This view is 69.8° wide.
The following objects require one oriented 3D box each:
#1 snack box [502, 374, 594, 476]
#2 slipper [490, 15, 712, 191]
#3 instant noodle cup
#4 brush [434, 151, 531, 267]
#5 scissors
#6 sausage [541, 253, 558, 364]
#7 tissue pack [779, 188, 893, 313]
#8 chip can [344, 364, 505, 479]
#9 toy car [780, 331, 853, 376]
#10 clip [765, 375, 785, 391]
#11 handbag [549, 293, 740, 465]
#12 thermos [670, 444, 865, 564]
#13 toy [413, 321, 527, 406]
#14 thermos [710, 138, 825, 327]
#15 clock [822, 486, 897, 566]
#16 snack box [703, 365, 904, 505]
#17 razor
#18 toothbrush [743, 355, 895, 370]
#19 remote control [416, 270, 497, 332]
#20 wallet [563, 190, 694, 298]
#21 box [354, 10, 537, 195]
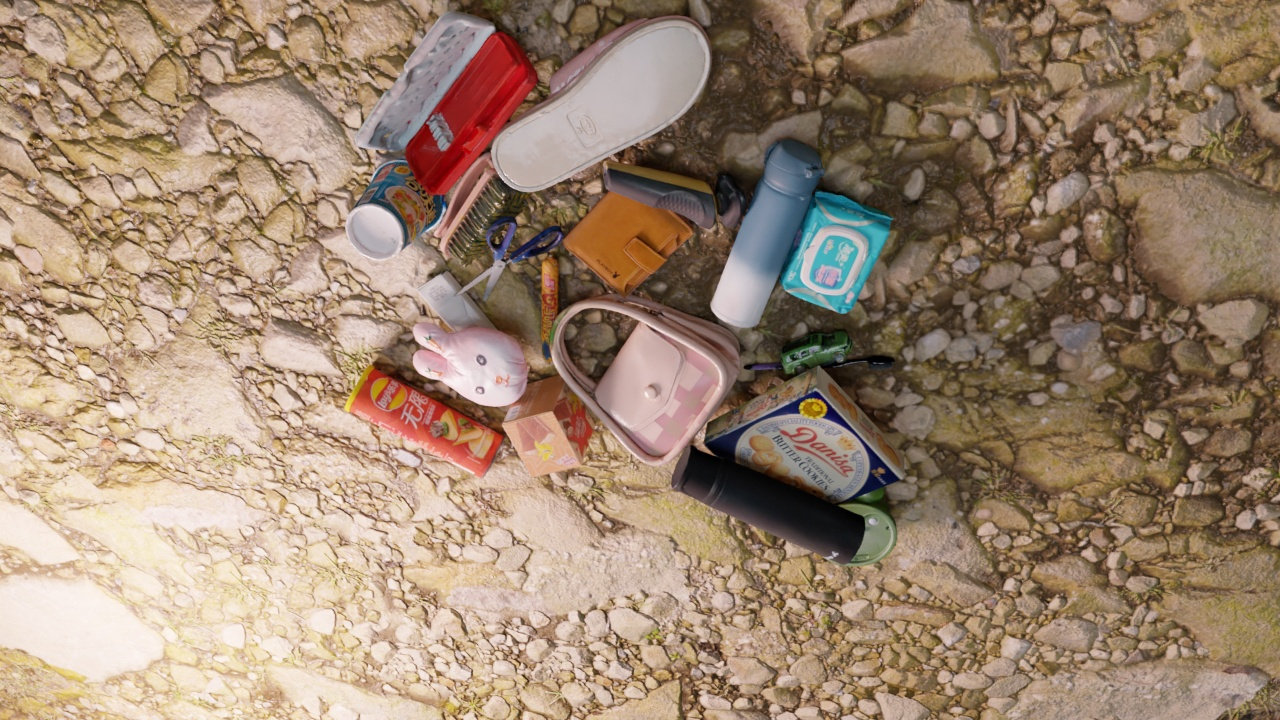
[{"bbox_3d":[-0.121,0.086,1.232,0.077,0.092,0.094,-15,118,19],"label":"snack box"},{"bbox_3d":[-0.044,-0.278,1.003,0.275,0.054,0.114,-30,116,18],"label":"slipper"},{"bbox_3d":[-0.294,-0.174,1.086,0.099,0.109,0.099,5,123,8],"label":"instant noodle cup"},{"bbox_3d":[-0.197,-0.177,1.099,0.073,0.063,0.146,51,124,12],"label":"brush"},{"bbox_3d":[-0.169,-0.125,1.122,0.162,0.012,0.163,-22,156,3],"label":"scissors"},{"bbox_3d":[-0.116,-0.063,1.177,0.021,0.021,0.165,8,124,5],"label":"sausage"},{"bbox_3d":[0.223,-0.127,1.055,0.093,0.050,0.134,18,124,0],"label":"tissue pack"},{"bbox_3d":[-0.299,0.087,1.279,0.216,0.073,0.073,29,123,-9],"label":"chip can"},{"bbox_3d":[0.217,-0.012,1.136,0.091,0.043,0.036,-18,117,20],"label":"toy car"},{"bbox_3d":[0.215,0.054,1.196,0.104,0.086,0.035,43,126,15],"label":"clip"},{"bbox_3d":[-0.007,0.007,1.175,0.234,0.093,0.194,32,122,-3],"label":"handbag"},{"bbox_3d":[0.158,0.181,1.165,0.242,0.068,0.090,24,165,-5],"label":"thermos"},{"bbox_3d":[-0.223,0.003,1.195,0.159,0.054,0.121,14,127,7],"label":"toy"},{"bbox_3d":[0.144,-0.144,1.053,0.070,0.070,0.221,18,123,-1],"label":"thermos"},{"bbox_3d":[0.286,0.210,1.260,0.116,0.056,0.161,-15,119,18],"label":"clock"},{"bbox_3d":[0.205,0.113,1.161,0.183,0.045,0.178,-31,116,34],"label":"snack box"},{"bbox_3d":[0.038,-0.193,1.034,0.167,0.067,0.062,14,164,-6],"label":"razor"},{"bbox_3d":[0.225,0.007,1.165,0.189,0.014,0.017,-3,134,12],"label":"toothbrush"},{"bbox_3d":[-0.235,-0.059,1.201,0.049,0.024,0.125,-28,113,25],"label":"remote control"},{"bbox_3d":[-0.009,-0.147,1.100,0.119,0.035,0.131,42,120,-9],"label":"wallet"},{"bbox_3d":[-0.215,-0.276,1.007,0.202,0.100,0.095,-42,73,30],"label":"box"}]
